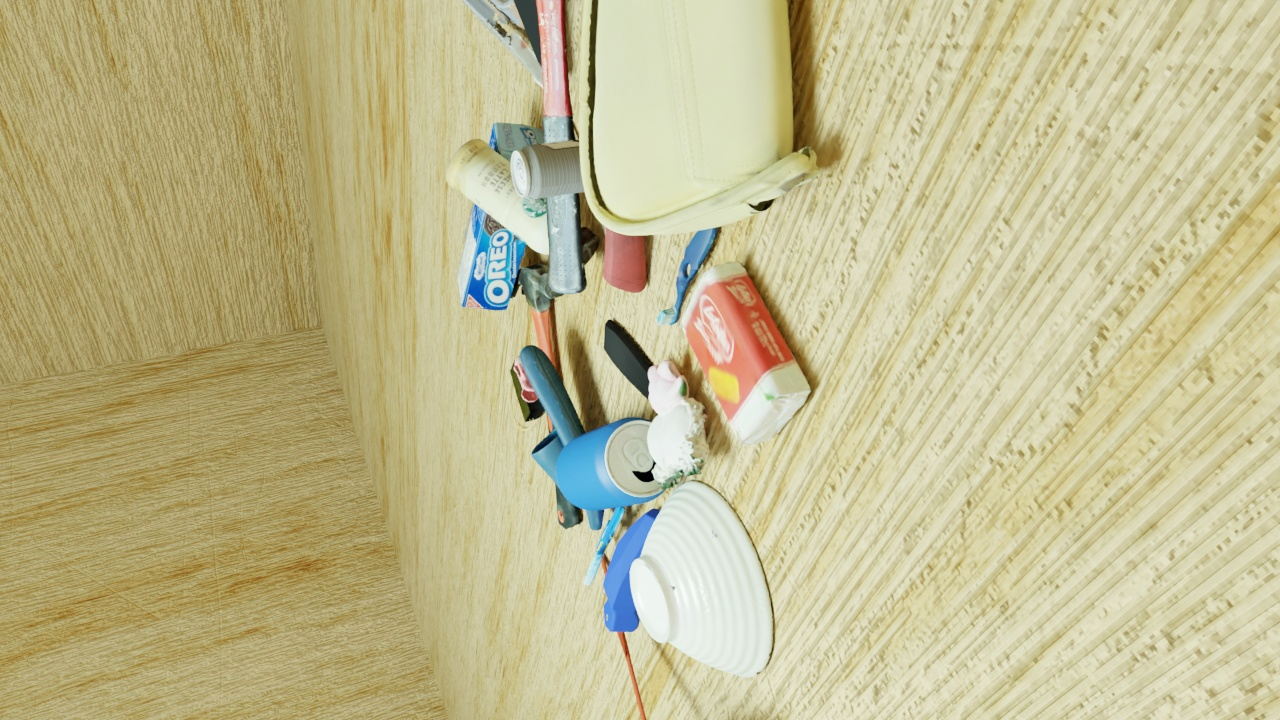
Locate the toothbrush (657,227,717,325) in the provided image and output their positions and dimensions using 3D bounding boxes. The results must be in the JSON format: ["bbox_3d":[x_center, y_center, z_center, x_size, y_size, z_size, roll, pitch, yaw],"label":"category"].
[{"bbox_3d":[0.037,-0.067,0.735,0.021,0.016,0.133,63,153,25],"label":"toothbrush"}]

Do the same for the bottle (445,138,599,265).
[{"bbox_3d":[-0.114,-0.151,0.902,0.162,0.056,0.057,38,145,9],"label":"bottle"}]

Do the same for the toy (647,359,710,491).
[{"bbox_3d":[0.031,0.051,0.781,0.096,0.041,0.109,143,118,-63],"label":"toy"}]

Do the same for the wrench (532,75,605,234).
[{"bbox_3d":[-0.057,-0.192,0.886,0.273,0.009,0.047,67,154,21],"label":"wrench"}]

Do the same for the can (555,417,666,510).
[{"bbox_3d":[-0.025,0.101,0.880,0.146,0.078,0.079,-28,76,66],"label":"can"}]

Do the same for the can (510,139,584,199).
[{"bbox_3d":[-0.052,-0.163,0.768,0.044,0.106,0.044,42,139,52],"label":"can"}]

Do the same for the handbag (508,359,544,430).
[{"bbox_3d":[-0.158,0.053,1.229,0.178,0.027,0.084,132,121,-68],"label":"handbag"}]

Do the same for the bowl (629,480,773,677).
[{"bbox_3d":[0.038,0.200,0.803,0.177,0.070,0.177,41,137,53],"label":"bowl"}]

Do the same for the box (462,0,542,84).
[{"bbox_3d":[-0.124,-0.364,0.900,0.105,0.096,0.216,-50,44,12],"label":"box"}]

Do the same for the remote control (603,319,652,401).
[{"bbox_3d":[-0.005,0.005,0.870,0.124,0.010,0.039,48,144,46],"label":"remote control"}]

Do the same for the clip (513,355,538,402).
[{"bbox_3d":[-0.135,0.023,1.086,0.037,0.022,0.058,104,148,-52],"label":"clip"}]

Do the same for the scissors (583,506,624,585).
[{"bbox_3d":[-0.036,0.187,0.967,0.132,0.019,0.104,114,176,-54],"label":"scissors"}]

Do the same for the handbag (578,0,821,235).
[{"bbox_3d":[0.040,-0.198,0.591,0.191,0.088,0.233,13,115,45],"label":"handbag"}]

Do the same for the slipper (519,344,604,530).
[{"bbox_3d":[-0.089,0.085,0.998,0.104,0.059,0.213,-57,-56,-88],"label":"slipper"}]

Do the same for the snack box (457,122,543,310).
[{"bbox_3d":[-0.157,-0.154,1.024,0.227,0.059,0.059,115,149,-42],"label":"snack box"}]

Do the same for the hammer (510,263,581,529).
[{"bbox_3d":[-0.105,0.049,1.094,0.133,0.033,0.333,24,124,59],"label":"hammer"}]

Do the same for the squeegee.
[{"bbox_3d":[-0.010,0.226,0.938,0.249,0.055,0.185,-112,33,-54],"label":"squeegee"}]

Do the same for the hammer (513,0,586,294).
[{"bbox_3d":[-0.081,-0.216,0.805,0.141,0.036,0.327,8,116,22],"label":"hammer"}]

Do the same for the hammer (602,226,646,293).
[{"bbox_3d":[-0.018,-0.183,0.717,0.036,0.126,0.316,53,158,43],"label":"hammer"}]

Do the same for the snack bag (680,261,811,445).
[{"bbox_3d":[0.073,-0.004,0.662,0.115,0.036,0.077,65,154,25],"label":"snack bag"}]
